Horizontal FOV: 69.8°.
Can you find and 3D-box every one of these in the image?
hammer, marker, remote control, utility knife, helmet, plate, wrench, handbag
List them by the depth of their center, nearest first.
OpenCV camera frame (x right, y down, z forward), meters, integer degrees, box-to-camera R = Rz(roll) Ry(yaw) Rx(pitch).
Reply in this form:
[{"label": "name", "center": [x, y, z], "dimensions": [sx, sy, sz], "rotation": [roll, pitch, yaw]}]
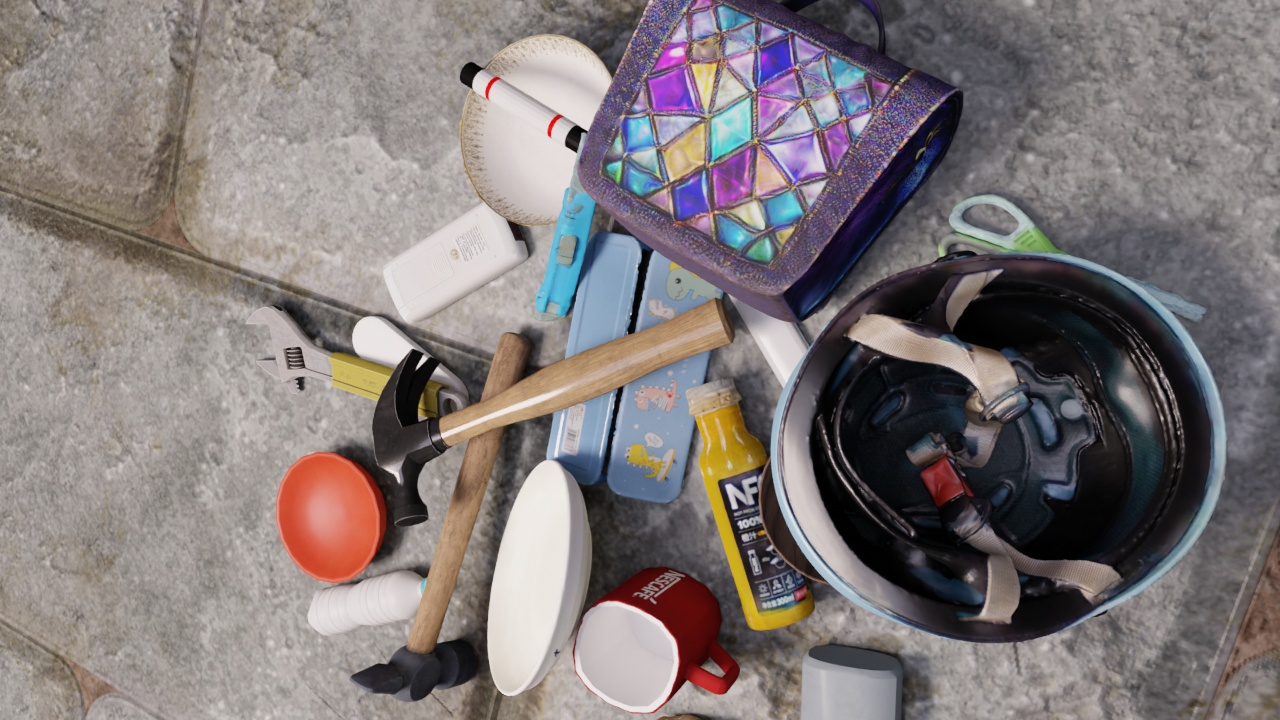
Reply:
[{"label": "helmet", "center": [0.206, 0.049, 0.571], "dimensions": [0.265, 0.167, 0.225], "rotation": [-15, 82, -3]}, {"label": "handbag", "center": [0.091, -0.159, 0.633], "dimensions": [0.205, 0.125, 0.222], "rotation": [33, 93, 18]}, {"label": "marker", "center": [-0.078, -0.186, 0.694], "dimensions": [0.145, 0.019, 0.019], "rotation": [35, 105, 19]}, {"label": "remote control", "center": [0.110, -0.008, 0.698], "dimensions": [0.033, 0.012, 0.131], "rotation": [-33, 80, 21]}, {"label": "utility knife", "center": [-0.056, -0.094, 0.709], "dimensions": [0.031, 0.015, 0.199], "rotation": [9, 137, -9]}, {"label": "hammer", "center": [-0.074, 0.019, 0.715], "dimensions": [0.306, 0.040, 0.132], "rotation": [-22, 67, 16]}, {"label": "plate", "center": [-0.076, 0.171, 0.726], "dimensions": [0.034, 0.182, 0.182], "rotation": [15, 102, -21]}, {"label": "hammer", "center": [-0.152, 0.131, 0.777], "dimensions": [0.040, 0.129, 0.321], "rotation": [17, 89, 28]}, {"label": "remote control", "center": [-0.164, -0.086, 0.803], "dimensions": [0.139, 0.025, 0.060], "rotation": [-27, 82, 20]}, {"label": "remote control", "center": [-0.210, 0.007, 0.835], "dimensions": [0.136, 0.013, 0.043], "rotation": [37, 106, 17]}, {"label": "wrench", "center": [-0.265, 0.009, 0.842], "dimensions": [0.274, 0.018, 0.084], "rotation": [14, 110, 27]}]

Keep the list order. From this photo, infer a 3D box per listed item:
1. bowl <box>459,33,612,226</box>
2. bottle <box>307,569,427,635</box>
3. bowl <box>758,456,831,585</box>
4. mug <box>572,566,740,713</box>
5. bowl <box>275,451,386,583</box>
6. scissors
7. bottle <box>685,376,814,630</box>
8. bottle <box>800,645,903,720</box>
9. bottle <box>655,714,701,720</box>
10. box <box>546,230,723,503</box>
[{"label": "bowl", "center": [-0.067, -0.179, 0.736], "dimensions": [0.145, 0.063, 0.145], "rotation": [2, 94, 24]}, {"label": "bottle", "center": [-0.243, 0.221, 0.844], "dimensions": [0.136, 0.044, 0.044], "rotation": [-17, 86, 23]}, {"label": "bowl", "center": [0.144, 0.102, 0.666], "dimensions": [0.119, 0.032, 0.119], "rotation": [0, 81, 2]}, {"label": "mug", "center": [0.021, 0.218, 0.703], "dimensions": [0.116, 0.096, 0.080], "rotation": [21, 101, 21]}, {"label": "bowl", "center": [-0.284, 0.144, 0.862], "dimensions": [0.122, 0.035, 0.122], "rotation": [1, 94, 23]}, {"label": "scissors", "center": [0.290, -0.061, 0.620], "dimensions": [0.174, 0.033, 0.065], "rotation": [24, 98, 23]}, {"label": "bottle", "center": [0.080, 0.106, 0.695], "dimensions": [0.053, 0.053, 0.186], "rotation": [-19, 86, 23]}, {"label": "bottle", "center": [0.154, 0.298, 0.679], "dimensions": [0.072, 0.046, 0.161], "rotation": [3, 94, 23]}, {"label": "bottle", "center": [0.034, 0.371, 0.727], "dimensions": [0.059, 0.059, 0.167], "rotation": [-3, 92, 23]}, {"label": "box", "center": [-0.007, 0.005, 0.735], "dimensions": [0.127, 0.039, 0.209], "rotation": [14, 99, 21]}]
